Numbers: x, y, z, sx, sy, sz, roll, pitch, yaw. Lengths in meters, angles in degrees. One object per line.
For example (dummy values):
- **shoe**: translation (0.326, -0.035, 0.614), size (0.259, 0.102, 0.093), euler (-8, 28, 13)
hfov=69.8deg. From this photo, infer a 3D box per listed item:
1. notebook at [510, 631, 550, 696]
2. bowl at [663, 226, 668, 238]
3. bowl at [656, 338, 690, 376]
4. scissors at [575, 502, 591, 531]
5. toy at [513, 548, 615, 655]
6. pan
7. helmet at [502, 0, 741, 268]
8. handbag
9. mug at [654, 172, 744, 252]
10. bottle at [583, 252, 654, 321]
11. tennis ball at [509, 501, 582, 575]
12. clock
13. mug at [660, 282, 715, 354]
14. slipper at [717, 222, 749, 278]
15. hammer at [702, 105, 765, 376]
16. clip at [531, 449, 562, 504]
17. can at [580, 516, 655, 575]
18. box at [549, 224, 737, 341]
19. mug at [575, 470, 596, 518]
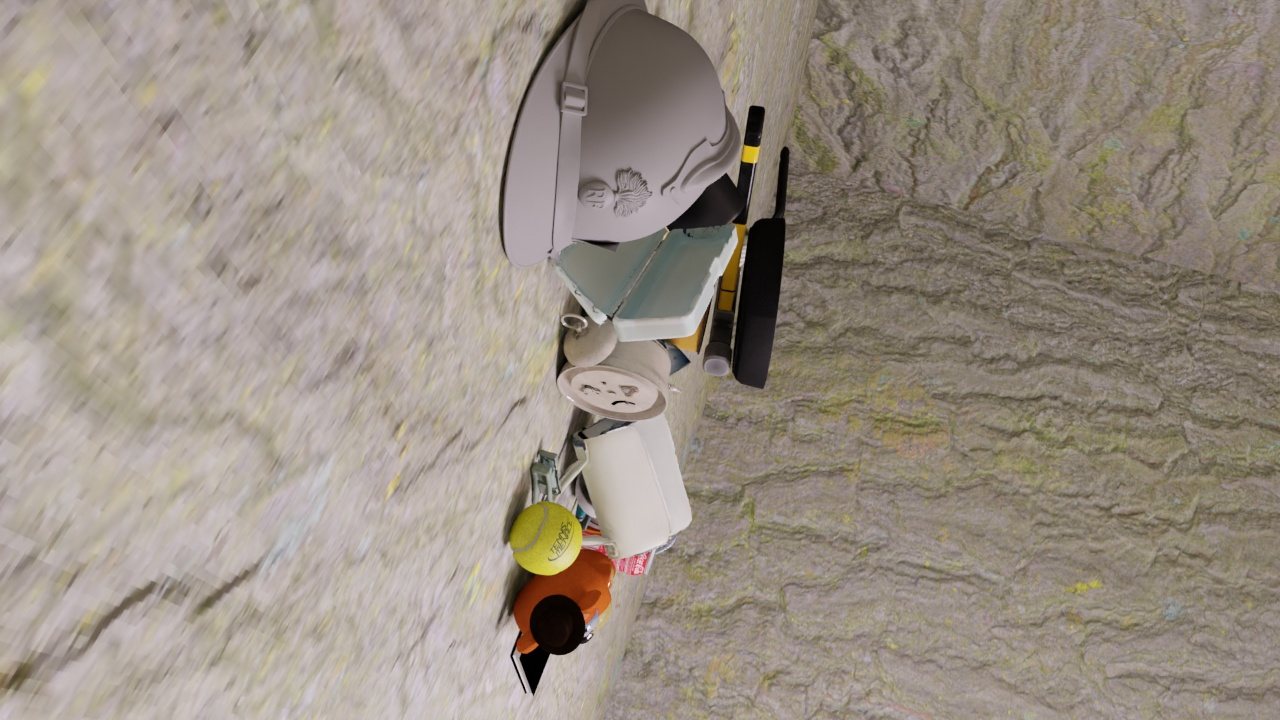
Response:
- **notebook**: translation (-0.117, 0.322, 1.137), size (0.207, 0.016, 0.148), euler (93, 17, -59)
- **bowl**: translation (0.023, -0.140, 0.981), size (0.145, 0.063, 0.145), euler (17, 89, -81)
- **bowl**: translation (-0.006, 0.006, 1.035), size (0.114, 0.061, 0.114), euler (-29, 179, -1)
- **scissors**: translation (-0.059, 0.153, 1.179), size (0.124, 0.019, 0.156), euler (-56, 159, -70)
- **toy**: translation (-0.081, 0.250, 0.957), size (0.112, 0.096, 0.176), euler (-33, 172, 7)
- **pan**: translation (0.152, -0.133, 1.133), size (0.204, 0.044, 0.354), euler (90, 8, -58)
- **helmet**: translation (0.008, -0.154, 0.651), size (0.270, 0.118, 0.184), euler (-62, 166, -47)
- **handbag**: translation (-0.028, 0.143, 0.986), size (0.175, 0.074, 0.151), euler (-22, 102, -40)
- **mug**: translation (0.032, -0.157, 0.894), size (0.113, 0.088, 0.078), euler (-38, -159, 2)
- **bottle**: translation (-0.024, -0.046, 0.914), size (0.174, 0.046, 0.083), euler (96, 13, -52)
- **tennis ball**: translation (-0.086, 0.162, 0.837), size (0.065, 0.065, 0.065), euler (18, 89, -82)
- **clock**: translation (-0.029, -0.003, 0.842), size (0.157, 0.103, 0.061), euler (52, 43, -49)
- **mug**: translation (0.036, -0.075, 1.082), size (0.101, 0.094, 0.123), euler (94, 10, -56)
- **slipper**: translation (0.092, -0.180, 1.209), size (0.054, 0.114, 0.273), euler (-53, 160, -8)
- **hammer**: translation (0.111, -0.145, 1.057), size (0.325, 0.034, 0.169), euler (94, 6, -47)
- **clip**: translation (-0.090, 0.117, 0.878), size (0.076, 0.023, 0.042), euler (93, 17, -52)
- **can**: translation (-0.034, 0.242, 1.215), size (0.064, 0.105, 0.064), euler (18, 89, -82)
- **box**: translation (0.010, -0.091, 0.779), size (0.074, 0.126, 0.196), euler (-45, -171, 33)
- **mug**: translation (-0.038, 0.140, 1.107), size (0.090, 0.071, 0.107), euler (114, -1, -67)
